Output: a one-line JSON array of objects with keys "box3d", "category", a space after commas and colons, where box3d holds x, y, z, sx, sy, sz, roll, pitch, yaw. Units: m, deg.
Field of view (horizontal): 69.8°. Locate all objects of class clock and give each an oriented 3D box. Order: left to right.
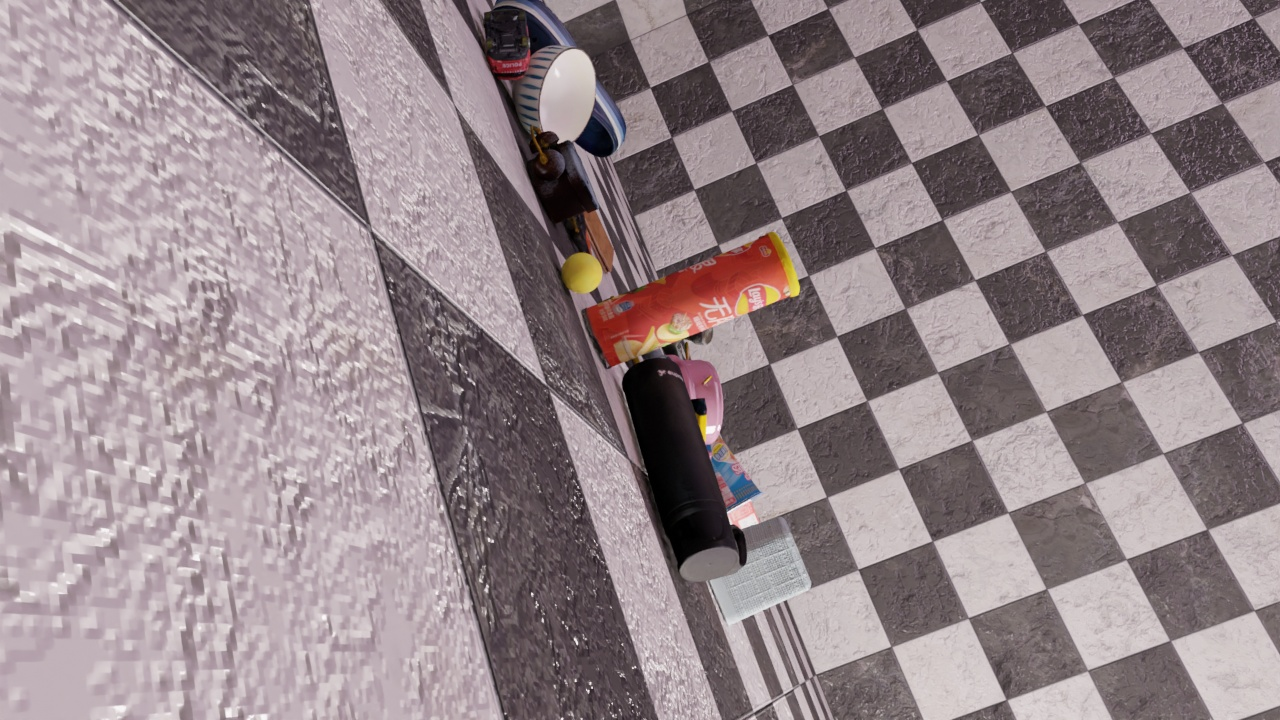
[{"box3d": [-0.090, -0.204, 1.006, 0.082, 0.055, 0.122, -106, 171, -48], "category": "clock"}, {"box3d": [0.051, 0.068, 1.098, 0.117, 0.059, 0.159, -122, -144, -57], "category": "clock"}]

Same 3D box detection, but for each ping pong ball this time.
[{"box3d": [-0.058, -0.086, 0.903, 0.040, 0.040, 0.040, -21, 89, -85], "category": "ping pong ball"}]

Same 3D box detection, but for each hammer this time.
[{"box3d": [0.074, 0.077, 1.246, 0.031, 0.126, 0.324, -52, 134, -39], "category": "hammer"}]

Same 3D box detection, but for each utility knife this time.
[{"box3d": [0.058, 0.119, 1.035, 0.033, 0.015, 0.177, -134, -138, -56], "category": "utility knife"}]

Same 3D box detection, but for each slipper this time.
[{"box3d": [-0.118, -0.357, 1.201, 0.253, 0.105, 0.095, 47, 58, -35], "category": "slipper"}]

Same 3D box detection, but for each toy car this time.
[{"box3d": [-0.154, -0.365, 1.055, 0.045, 0.053, 0.120, 94, -9, -47], "category": "toy car"}]

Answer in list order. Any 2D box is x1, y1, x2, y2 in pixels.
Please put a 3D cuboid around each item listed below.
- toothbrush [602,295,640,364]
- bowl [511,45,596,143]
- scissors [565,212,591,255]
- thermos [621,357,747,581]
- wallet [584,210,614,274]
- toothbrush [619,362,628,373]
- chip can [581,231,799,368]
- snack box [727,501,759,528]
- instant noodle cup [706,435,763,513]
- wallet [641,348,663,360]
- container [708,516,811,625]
[{"box3d": [-0.007, 0.007, 1.186, 0.015, 0.016, 0.190, -80, 149, -82], "category": "toothbrush"}, {"box3d": [-0.112, -0.322, 1.104, 0.066, 0.116, 0.116, 21, -18, 25], "category": "bowl"}, {"box3d": [-0.082, -0.178, 1.216, 0.235, 0.022, 0.139, 58, 17, -87], "category": "scissors"}, {"box3d": [0.045, 0.110, 0.940, 0.090, 0.069, 0.242, 25, 34, -38], "category": "thermos"}, {"box3d": [-0.068, -0.192, 1.390, 0.115, 0.020, 0.101, -95, 161, -65], "category": "wallet"}, {"box3d": [-0.007, 0.022, 1.112, 0.180, 0.016, 0.016, 61, 12, -53], "category": "toothbrush"}, {"box3d": [0.052, -0.062, 0.955, 0.073, 0.217, 0.073, -20, 89, -85], "category": "chip can"}, {"box3d": [0.122, 0.218, 1.273, 0.025, 0.075, 0.153, -102, 168, -68], "category": "snack box"}, {"box3d": [0.090, 0.148, 1.191, 0.110, 0.099, 0.099, 60, 4, 11], "category": "instant noodle cup"}, {"box3d": [0.006, -0.019, 1.296, 0.130, 0.037, 0.106, 62, -1, -32], "category": "wallet"}, {"box3d": [0.140, 0.251, 1.115, 0.090, 0.111, 0.090, -54, 122, -83], "category": "container"}]
